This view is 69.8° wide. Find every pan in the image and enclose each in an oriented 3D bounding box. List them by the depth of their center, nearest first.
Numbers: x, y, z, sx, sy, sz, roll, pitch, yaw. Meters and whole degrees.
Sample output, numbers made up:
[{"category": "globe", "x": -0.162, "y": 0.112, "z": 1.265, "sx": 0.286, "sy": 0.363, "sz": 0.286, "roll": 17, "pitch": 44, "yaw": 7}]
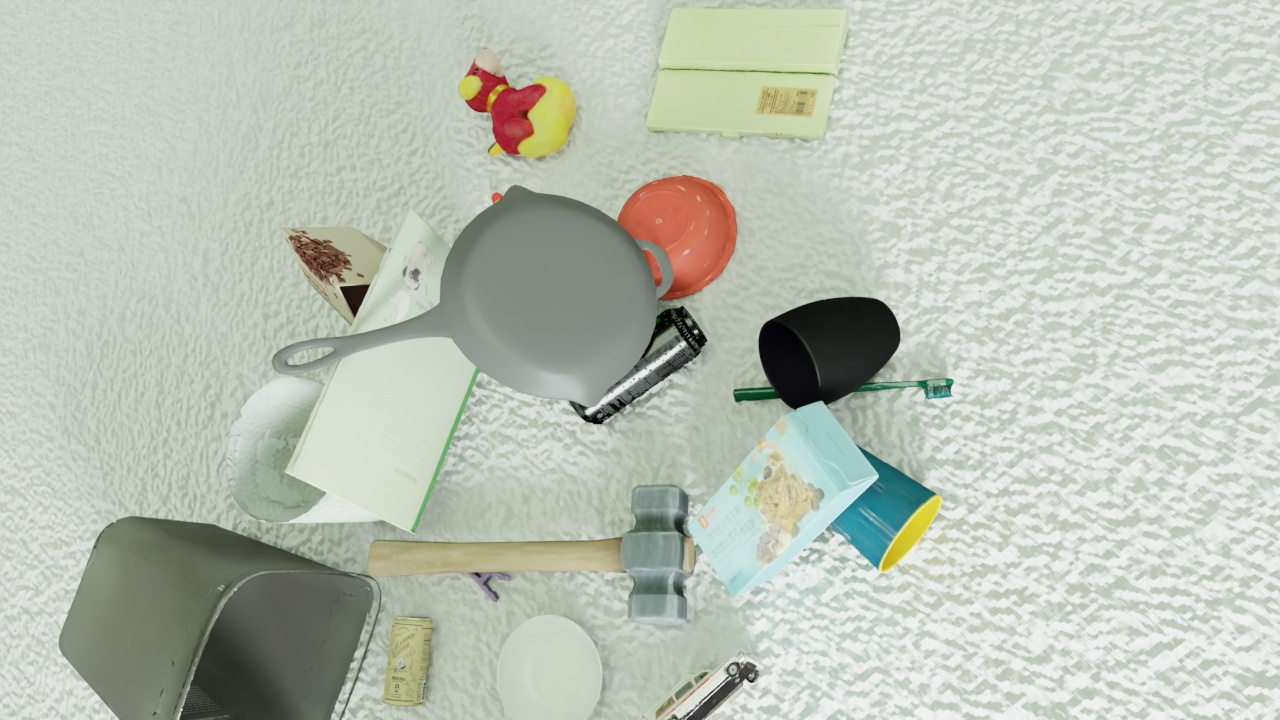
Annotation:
[{"category": "pan", "x": -0.132, "y": -0.046, "z": 0.786, "sx": 0.354, "sy": 0.024, "sz": 0.216, "roll": -17, "pitch": 77, "yaw": -19}]

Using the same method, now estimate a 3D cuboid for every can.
[{"category": "can", "x": -0.005, "y": 0.005, "z": 0.859, "sx": 0.138, "sy": 0.054, "sz": 0.054, "roll": -35, "pitch": 67, "yaw": 10}, {"category": "can", "x": -0.222, "y": 0.287, "z": 0.879, "sx": 0.038, "sy": 0.038, "sz": 0.079, "roll": -1, "pitch": 76, "yaw": 21}]

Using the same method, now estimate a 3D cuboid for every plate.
[{"category": "plate", "x": -0.078, "y": 0.283, "z": 0.830, "sx": 0.104, "sy": 0.026, "sz": 0.104, "roll": -5, "pitch": 75, "yaw": 20}]

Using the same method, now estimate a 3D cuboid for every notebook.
[{"category": "notebook", "x": -0.211, "y": 0.016, "z": 0.843, "sx": 0.010, "sy": 0.182, "sz": 0.252, "roll": 9, "pitch": 69, "yaw": 26}]

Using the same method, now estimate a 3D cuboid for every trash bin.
[{"category": "trash bin", "x": -0.413, "y": 0.260, "z": 0.884, "sx": 0.220, "sy": 0.197, "sz": 0.197, "roll": 16, "pitch": 84, "yaw": 30}, {"category": "trash bin", "x": -0.289, "y": 0.097, "z": 0.886, "sx": 0.133, "sy": 0.161, "sz": 0.133, "roll": -5, "pitch": 74, "yaw": 20}]

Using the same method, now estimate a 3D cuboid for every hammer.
[{"category": "hammer", "x": -0.108, "y": 0.181, "z": 0.849, "sx": 0.323, "sy": 0.051, "sz": 0.117, "roll": -5, "pitch": 70, "yaw": 19}]

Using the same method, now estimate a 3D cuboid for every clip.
[{"category": "clip", "x": -0.146, "y": 0.207, "z": 0.885, "sx": 0.046, "sy": 0.014, "sz": 0.050, "roll": -35, "pitch": 69, "yaw": 9}]

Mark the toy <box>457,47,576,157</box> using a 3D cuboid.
[{"category": "toy", "x": -0.134, "y": -0.267, "z": 0.982, "sx": 0.137, "sy": 0.067, "sz": 0.105, "roll": 32, "pitch": 92, "yaw": 13}]

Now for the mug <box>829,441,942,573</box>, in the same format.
[{"category": "mug", "x": 0.174, "y": 0.105, "z": 0.755, "sx": 0.121, "sy": 0.078, "sz": 0.078, "roll": 39, "pitch": 92, "yaw": 30}]

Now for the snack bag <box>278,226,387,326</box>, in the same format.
[{"category": "snack bag", "x": -0.253, "y": -0.066, "z": 0.889, "sx": 0.094, "sy": 0.206, "sz": 0.070, "roll": 40, "pitch": 92, "yaw": 25}]

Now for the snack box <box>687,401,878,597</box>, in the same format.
[{"category": "snack box", "x": 0.109, "y": 0.115, "z": 0.738, "sx": 0.075, "sy": 0.053, "sz": 0.175, "roll": 57, "pitch": 137, "yaw": 24}]

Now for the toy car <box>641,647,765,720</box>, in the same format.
[{"category": "toy car", "x": 0.050, "y": 0.281, "z": 0.777, "sx": 0.113, "sy": 0.039, "sz": 0.039, "roll": -44, "pitch": 44, "yaw": 5}]

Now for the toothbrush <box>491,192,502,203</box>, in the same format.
[{"category": "toothbrush", "x": -0.120, "y": -0.093, "z": 0.942, "sx": 0.012, "sy": 0.018, "sz": 0.212, "roll": -32, "pitch": 64, "yaw": 16}]

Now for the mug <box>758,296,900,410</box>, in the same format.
[{"category": "mug", "x": 0.157, "y": -0.014, "z": 0.789, "sx": 0.100, "sy": 0.119, "sz": 0.085, "roll": -22, "pitch": 105, "yaw": -22}]

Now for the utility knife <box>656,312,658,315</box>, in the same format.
[{"category": "utility knife", "x": -0.063, "y": -0.023, "z": 0.914, "sx": 0.177, "sy": 0.015, "sz": 0.022, "roll": -19, "pitch": 69, "yaw": 19}]

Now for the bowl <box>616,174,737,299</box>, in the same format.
[{"category": "bowl", "x": 0.026, "y": -0.127, "z": 0.886, "sx": 0.131, "sy": 0.045, "sz": 0.130, "roll": -6, "pitch": 74, "yaw": 20}]

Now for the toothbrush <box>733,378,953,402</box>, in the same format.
[{"category": "toothbrush", "x": 0.175, "y": 0.028, "z": 0.804, "sx": 0.190, "sy": 0.016, "sz": 0.017, "roll": -4, "pitch": 79, "yaw": 21}]

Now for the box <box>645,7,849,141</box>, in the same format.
[{"category": "box", "x": 0.103, "y": -0.286, "z": 0.912, "sx": 0.187, "sy": 0.024, "sz": 0.137, "roll": 11, "pitch": 83, "yaw": 23}]
